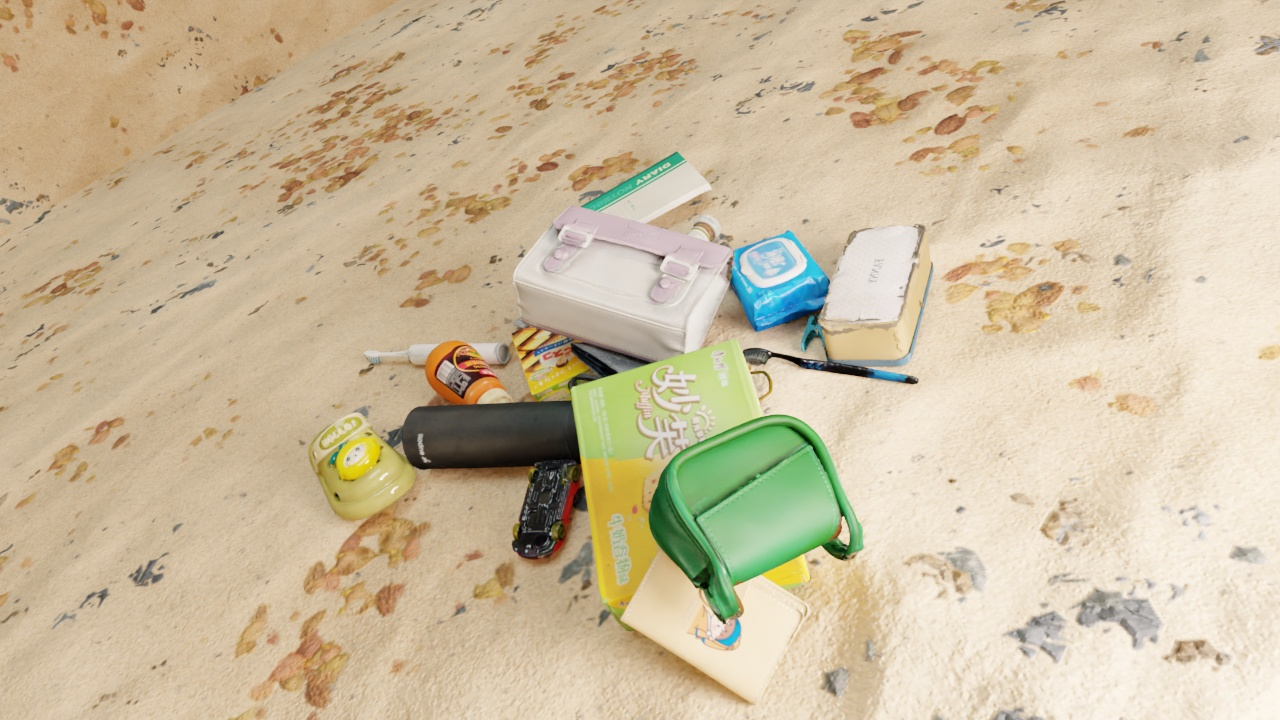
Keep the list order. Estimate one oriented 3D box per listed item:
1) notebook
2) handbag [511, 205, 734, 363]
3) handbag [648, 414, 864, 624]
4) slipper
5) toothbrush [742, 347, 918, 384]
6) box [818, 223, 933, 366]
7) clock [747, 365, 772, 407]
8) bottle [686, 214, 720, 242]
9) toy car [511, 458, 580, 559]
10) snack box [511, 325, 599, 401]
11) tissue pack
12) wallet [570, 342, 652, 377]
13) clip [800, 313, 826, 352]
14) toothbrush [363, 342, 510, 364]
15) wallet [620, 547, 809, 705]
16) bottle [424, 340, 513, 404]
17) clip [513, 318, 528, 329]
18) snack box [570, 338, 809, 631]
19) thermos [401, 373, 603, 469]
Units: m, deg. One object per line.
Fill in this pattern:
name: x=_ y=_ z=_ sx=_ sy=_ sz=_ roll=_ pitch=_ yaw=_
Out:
notebook: x=-0.017 y=-0.217 z=1.278 sx=0.209 sy=0.012 sz=0.150 roll=-29 pitch=32 yaw=1
handbag: x=-0.015 y=-0.086 z=0.971 sx=0.197 sy=0.099 sz=0.144 roll=17 pitch=50 yaw=15
handbag: x=0.078 y=0.109 z=0.650 sx=0.131 sy=0.068 sz=0.120 roll=-19 pitch=65 yaw=-22
slipper: x=-0.318 y=0.102 z=0.991 sx=0.091 sy=0.082 sz=0.191 roll=-39 pitch=36 yaw=-18
toothbrush: x=0.181 y=0.007 z=0.903 sx=0.190 sy=0.014 sz=0.016 roll=11 pitch=48 yaw=36
box: x=0.240 y=-0.065 z=0.928 sx=0.090 sy=0.060 sz=0.183 roll=1 pitch=44 yaw=30
clock: x=0.069 y=0.041 z=0.881 sx=0.122 sy=0.055 sz=0.082 roll=-18 pitch=35 yaw=10
bottle: x=0.035 y=-0.103 z=1.085 sx=0.060 sy=0.060 sz=0.205 roll=7 pitch=45 yaw=35
toy car: x=-0.087 y=0.140 z=0.858 sx=0.049 sy=0.031 sz=0.106 roll=-7 pitch=46 yaw=21
snack box: x=-0.092 y=-0.004 z=1.048 sx=0.087 sy=0.034 sz=0.140 roll=-25 pitch=37 yaw=-3
tissue pack: x=0.147 y=-0.093 z=1.016 sx=0.095 sy=0.052 sz=0.157 roll=-22 pitch=36 yaw=1
wallet: x=-0.006 y=0.006 z=0.961 sx=0.097 sy=0.019 sz=0.121 roll=1 pitch=21 yaw=-35
clip: x=0.181 y=-0.029 z=0.949 sx=0.039 sy=0.014 sz=0.055 roll=-7 pitch=38 yaw=20
toothbrush: x=-0.260 y=-0.007 z=1.145 sx=0.221 sy=0.026 sz=0.026 roll=-1 pitch=30 yaw=27
wallet: x=0.055 y=0.181 z=0.665 sx=0.115 sy=0.024 sz=0.087 roll=29 pitch=87 yaw=13
bottle: x=-0.186 y=0.032 z=1.031 sx=0.066 sy=0.067 sz=0.149 roll=-37 pitch=45 yaw=-19
clip: x=-0.139 y=-0.042 z=1.133 sx=0.027 sy=0.045 sz=0.058 roll=-37 pitch=29 yaw=-14
snack box: x=0.035 y=0.099 z=0.765 sx=0.158 sy=0.070 sz=0.209 roll=-17 pitch=54 yaw=8
thermos: x=-0.124 y=0.063 z=0.931 sx=0.243 sy=0.090 sz=0.068 roll=-5 pitch=7 yaw=22
